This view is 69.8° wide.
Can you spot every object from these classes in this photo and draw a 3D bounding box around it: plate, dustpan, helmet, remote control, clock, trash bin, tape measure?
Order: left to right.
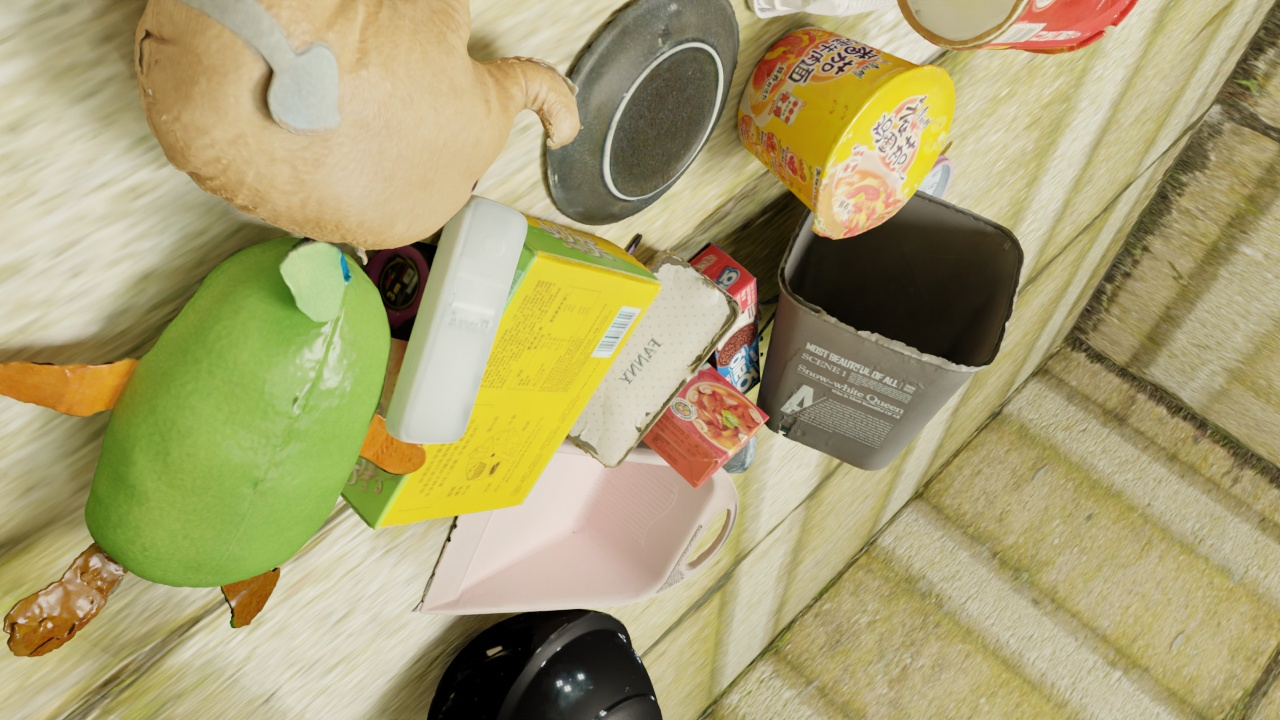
[{"bbox_3d":[-0.126,-0.039,0.520,0.039,0.058,0.057,7,99,-64],"label":"tape measure"},{"bbox_3d":[-0.099,-0.021,0.495,0.055,0.020,0.136,10,99,-63],"label":"remote control"},{"bbox_3d":[-0.106,0.376,0.949,0.275,0.230,0.233,-15,165,35],"label":"helmet"},{"bbox_3d":[-0.038,0.162,0.855,0.272,0.139,0.223,-19,142,-49],"label":"dustpan"},{"bbox_3d":[0.010,-0.161,0.612,0.179,0.024,0.180,-37,153,-23],"label":"plate"},{"bbox_3d":[0.220,-0.024,0.886,0.198,0.199,0.220,-59,168,-36],"label":"trash bin"},{"bbox_3d":[0.267,-0.174,0.973,0.158,0.060,0.117,-31,149,-31],"label":"clock"}]

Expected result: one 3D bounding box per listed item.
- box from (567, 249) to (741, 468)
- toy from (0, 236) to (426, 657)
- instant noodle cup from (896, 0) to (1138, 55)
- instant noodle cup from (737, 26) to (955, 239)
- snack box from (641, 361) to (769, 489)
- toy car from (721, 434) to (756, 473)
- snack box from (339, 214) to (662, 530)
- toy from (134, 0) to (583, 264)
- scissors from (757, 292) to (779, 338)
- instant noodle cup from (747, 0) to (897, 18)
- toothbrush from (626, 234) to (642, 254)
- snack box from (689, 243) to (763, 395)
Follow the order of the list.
[{"bbox_3d":[-0.004,0.004,0.733,0.184,0.090,0.059,-49,180,7],"label":"box"},{"bbox_3d":[-0.206,0.042,0.469,0.226,0.090,0.247,18,107,-50],"label":"toy"},{"bbox_3d":[0.237,-0.260,0.582,0.108,0.138,0.138,-21,144,-32],"label":"instant noodle cup"},{"bbox_3d":[0.148,-0.179,0.693,0.137,0.110,0.138,-29,144,-24],"label":"instant noodle cup"},{"bbox_3d":[0.048,0.040,0.826,0.126,0.113,0.044,-32,160,-53],"label":"snack box"},{"bbox_3d":[0.060,0.075,0.915,0.036,0.121,0.054,-5,107,-52],"label":"toy car"},{"bbox_3d":[-0.097,0.007,0.617,0.210,0.070,0.157,-56,154,16],"label":"snack box"},{"bbox_3d":[-0.111,-0.115,0.407,0.225,0.082,0.143,8,107,-62],"label":"toy"},{"bbox_3d":[0.161,-0.075,0.973,0.162,0.012,0.175,-61,159,9],"label":"scissors"},{"bbox_3d":[0.160,-0.298,0.623,0.173,0.060,0.138,-26,147,-38],"label":"instant noodle cup"},{"bbox_3d":[-0.054,-0.022,0.721,0.189,0.017,0.014,-55,166,6],"label":"toothbrush"},{"bbox_3d":[0.077,-0.024,0.876,0.058,0.057,0.208,-40,154,-12],"label":"snack box"}]
